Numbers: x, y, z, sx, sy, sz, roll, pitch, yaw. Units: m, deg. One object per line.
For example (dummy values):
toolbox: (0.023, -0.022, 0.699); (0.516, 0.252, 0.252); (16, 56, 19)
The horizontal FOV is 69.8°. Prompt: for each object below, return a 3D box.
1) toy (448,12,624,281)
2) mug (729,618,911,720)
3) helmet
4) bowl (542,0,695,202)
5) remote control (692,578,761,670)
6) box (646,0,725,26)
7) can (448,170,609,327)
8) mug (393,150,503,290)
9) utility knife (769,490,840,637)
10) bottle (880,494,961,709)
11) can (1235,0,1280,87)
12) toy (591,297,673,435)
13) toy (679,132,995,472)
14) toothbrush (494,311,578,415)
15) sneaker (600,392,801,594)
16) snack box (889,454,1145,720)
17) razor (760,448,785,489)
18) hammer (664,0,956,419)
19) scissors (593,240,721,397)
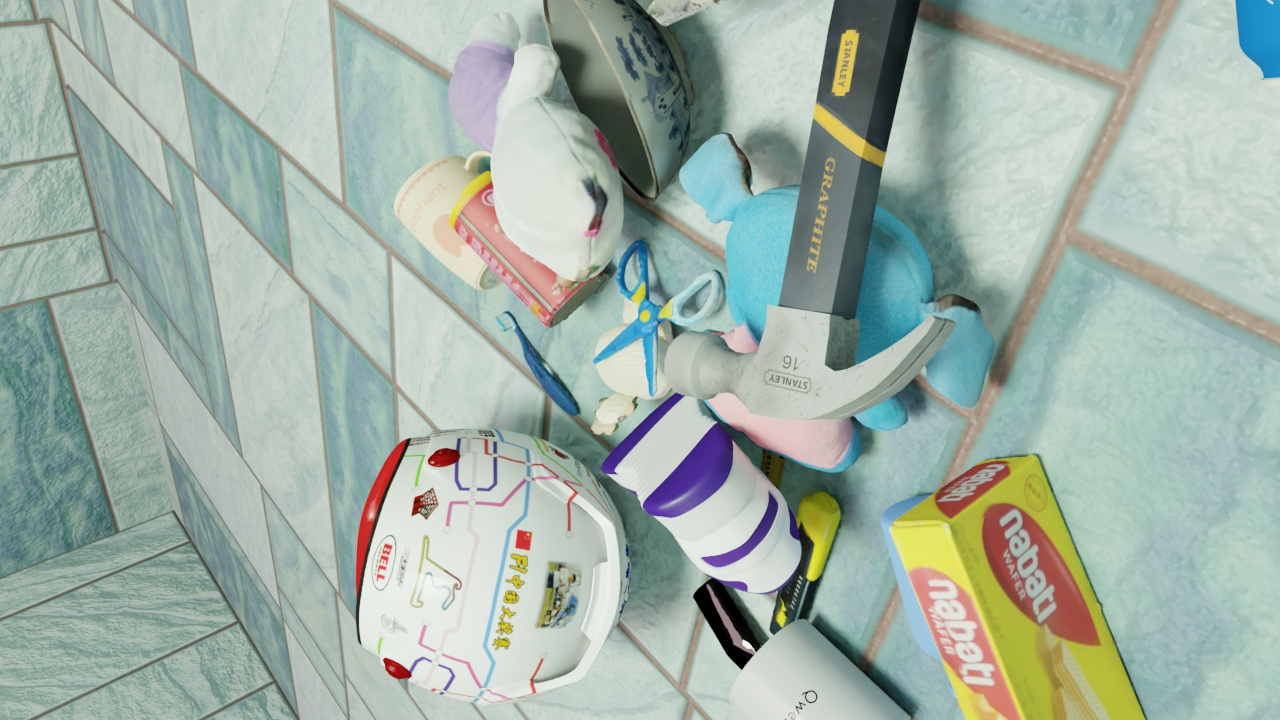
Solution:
toy: (-0.078, -0.154, 0.655); (0.138, 0.085, 0.209); (83, 160, -49)
mug: (0.118, 0.265, 0.659); (0.096, 0.083, 0.120); (40, 109, 33)
helmet: (-0.129, 0.180, 0.823); (0.315, 0.236, 0.231); (172, 111, -72)
bowl: (-0.004, -0.182, 0.593); (0.150, 0.056, 0.151); (60, 173, 12)
remote control: (0.088, 0.244, 0.742); (0.140, 0.021, 0.046); (56, 153, 24)
box: (0.065, -0.236, 0.418); (0.157, 0.071, 0.216); (-67, 21, 4)
can: (-0.091, -0.091, 0.743); (0.124, 0.066, 0.067); (47, 142, 4)
mug: (-0.145, -0.129, 0.815); (0.104, 0.085, 0.112); (48, 112, 12)
utility knife: (0.115, 0.187, 0.694); (0.029, 0.020, 0.234); (40, 139, 37)
bottle: (0.185, 0.150, 0.555); (0.048, 0.047, 0.131); (-7, 102, 54)
can: (0.233, -0.170, 0.294); (0.079, 0.078, 0.146); (2, 110, 52)
toy: (-0.004, 0.004, 0.715); (0.087, 0.050, 0.112); (16, 97, 47)
toy: (0.089, -0.025, 0.542); (0.224, 0.098, 0.192); (41, 142, 19)
toothbrush: (-0.099, 0.003, 0.870); (0.132, 0.016, 0.021); (52, 144, 21)
sneaker: (0.048, 0.094, 0.649); (0.111, 0.092, 0.244); (47, 177, -10)
snack box: (0.210, 0.160, 0.491); (0.042, 0.092, 0.200); (-22, 91, 55)
razor: (0.093, 0.080, 0.660); (0.044, 0.021, 0.144); (46, 142, 45)
hammer: (0.097, -0.124, 0.437); (0.139, 0.035, 0.312); (13, 95, 40)
scissors: (0.012, -0.034, 0.677); (0.131, 0.014, 0.125); (-17, 68, 40)
